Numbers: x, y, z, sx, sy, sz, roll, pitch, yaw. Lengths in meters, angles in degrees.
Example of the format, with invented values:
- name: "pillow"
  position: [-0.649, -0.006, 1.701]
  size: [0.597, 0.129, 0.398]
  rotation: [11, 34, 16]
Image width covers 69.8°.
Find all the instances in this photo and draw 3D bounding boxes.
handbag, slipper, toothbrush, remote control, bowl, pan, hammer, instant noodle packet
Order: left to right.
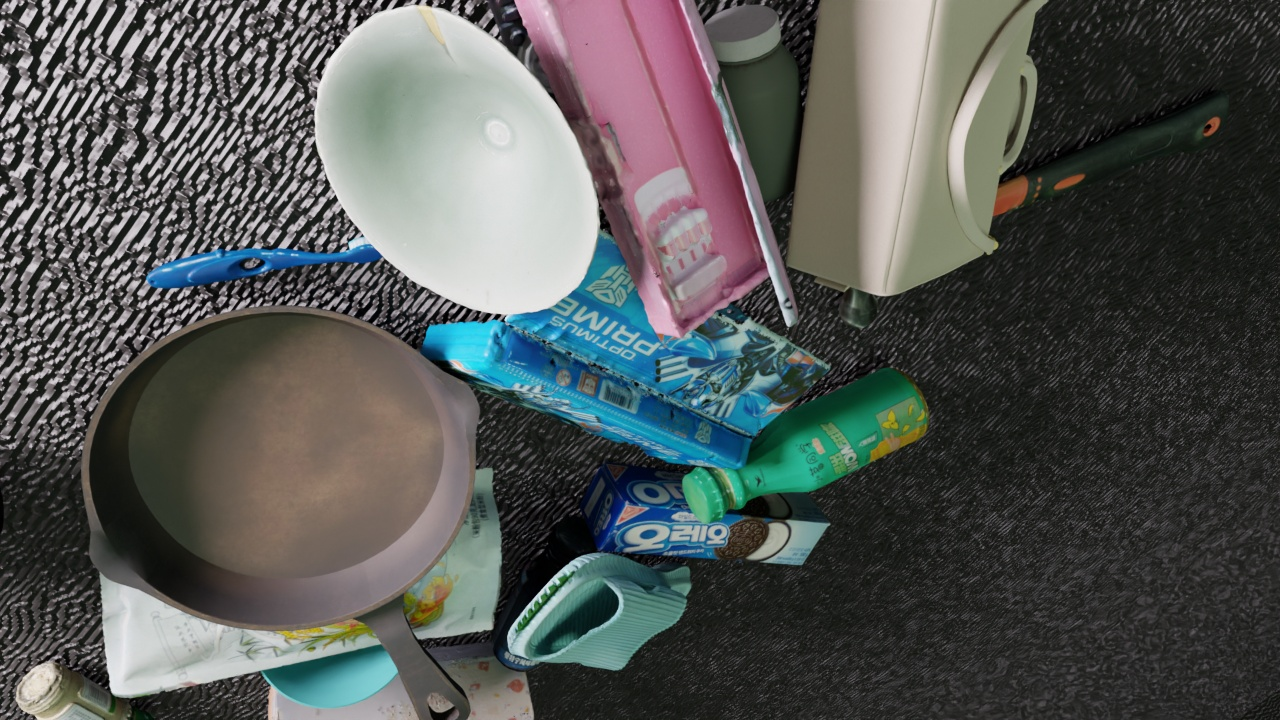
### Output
- name: "toothbrush"
  position: [-0.218, -0.058, 0.538]
  size: [0.132, 0.016, 0.021]
  rotation: [-9, 131, -14]
- name: "instant noodle packet"
  position: [-0.236, 0.154, 0.663]
  size: [0.268, 0.057, 0.147]
  rotation: [-3, 98, -24]
- name: "bowl"
  position: [-0.239, 0.204, 0.716]
  size: [0.121, 0.121, 0.046]
  rotation: [-1, 172, -24]
- name: "pan"
  position: [-0.202, 0.120, 0.617]
  size: [0.248, 0.043, 0.356]
  rotation: [-25, 117, -6]
- name: "bowl"
  position: [-0.087, -0.114, 0.505]
  size: [0.174, 0.067, 0.174]
  rotation: [15, 133, 17]
- name: "remote control"
  position: [-0.047, -0.162, 0.522]
  size: [0.045, 0.021, 0.140]
  rotation: [-24, 130, -5]
- name: "slipper"
  position: [-0.016, 0.218, 0.773]
  size: [0.116, 0.069, 0.276]
  rotation: [-44, 155, 10]
- name: "handbag"
  position: [0.190, -0.145, 0.569]
  size: [0.197, 0.101, 0.195]
  rotation: [-15, 119, -39]
- name: "hammer"
  position: [0.301, -0.135, 0.699]
  size: [0.333, 0.033, 0.133]
  rotation: [-21, 133, -8]

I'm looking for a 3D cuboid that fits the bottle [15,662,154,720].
- name: "bottle"
  position: [-0.428, 0.273, 0.711]
  size: [0.042, 0.042, 0.110]
  rotation: [-26, 134, -1]

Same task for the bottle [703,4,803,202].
- name: "bottle"
  position: [0.067, -0.152, 0.553]
  size: [0.060, 0.060, 0.108]
  rotation: [-23, 135, -5]

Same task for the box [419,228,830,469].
- name: "box"
  position: [-0.003, 0.017, 0.625]
  size: [0.243, 0.063, 0.175]
  rotation: [25, 142, -38]

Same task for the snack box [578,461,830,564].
- name: "snack box"
  position: [0.060, 0.137, 0.803]
  size: [0.226, 0.059, 0.060]
  rotation: [12, 119, -31]

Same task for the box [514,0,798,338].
- name: "box"
  position: [0.027, -0.124, 0.478]
  size: [0.099, 0.099, 0.233]
  rotation: [-35, 119, -24]

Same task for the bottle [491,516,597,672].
- name: "bottle"
  position: [-0.082, 0.204, 0.798]
  size: [0.056, 0.056, 0.161]
  rotation: [8, 124, -30]

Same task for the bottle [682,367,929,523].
- name: "bottle"
  position: [0.134, 0.073, 0.755]
  size: [0.209, 0.068, 0.068]
  rotation: [-22, 135, -17]

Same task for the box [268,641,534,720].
- name: "box"
  position: [-0.215, 0.307, 0.818]
  size: [0.216, 0.094, 0.108]
  rotation: [1, 153, -26]

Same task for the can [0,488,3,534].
- name: "can"
  position: [-0.454, 0.093, 0.515]
  size: [0.146, 0.080, 0.080]
  rotation: [-13, 133, -14]
